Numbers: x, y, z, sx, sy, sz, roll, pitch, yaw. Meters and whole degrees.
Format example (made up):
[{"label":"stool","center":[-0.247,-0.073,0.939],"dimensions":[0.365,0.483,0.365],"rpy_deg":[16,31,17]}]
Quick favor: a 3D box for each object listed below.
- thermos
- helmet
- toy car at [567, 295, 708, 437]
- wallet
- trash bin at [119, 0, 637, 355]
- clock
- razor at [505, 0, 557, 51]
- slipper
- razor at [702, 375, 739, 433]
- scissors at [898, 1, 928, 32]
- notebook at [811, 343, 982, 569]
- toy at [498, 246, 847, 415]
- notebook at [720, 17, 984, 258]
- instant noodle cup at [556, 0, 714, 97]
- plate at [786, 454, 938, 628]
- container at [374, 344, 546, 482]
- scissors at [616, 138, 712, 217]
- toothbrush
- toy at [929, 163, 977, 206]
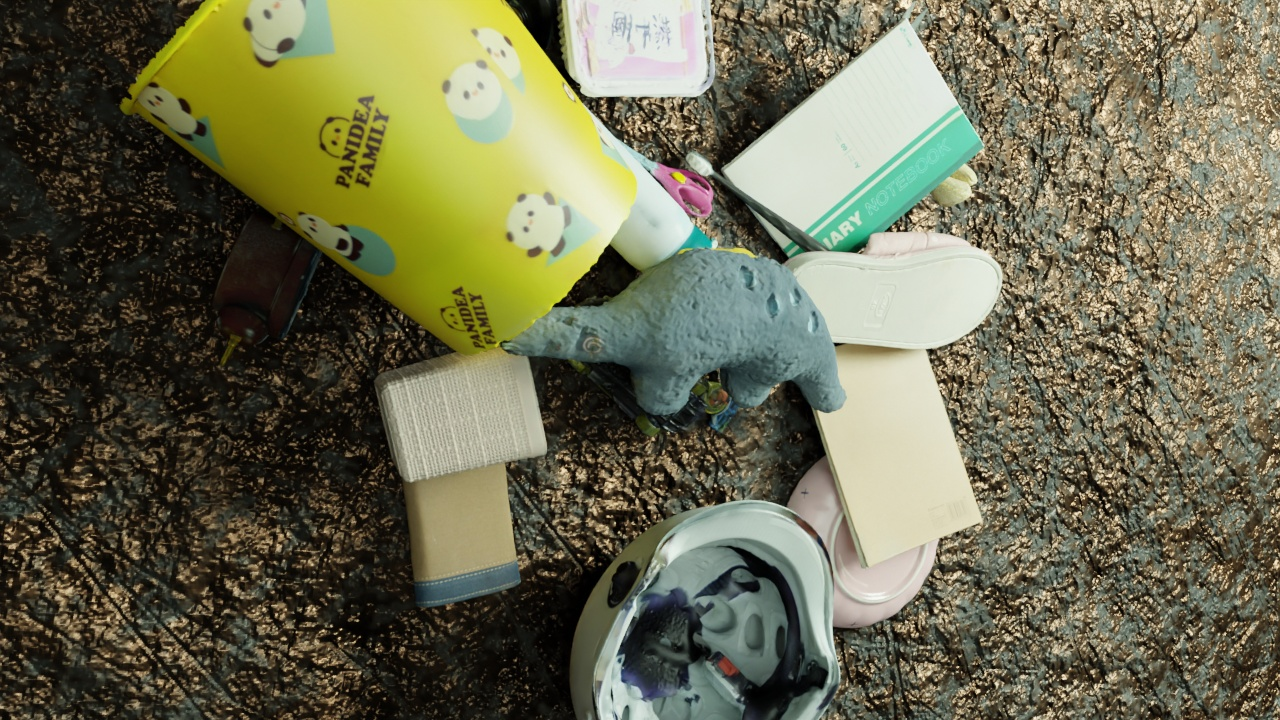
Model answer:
[{"label":"thermos","center":[-0.027,-0.140,0.759],"dimensions":[0.224,0.073,0.073],"rpy_deg":[44,77,-18]},{"label":"helmet","center":[0.043,0.241,0.789],"dimensions":[0.229,0.146,0.258],"rpy_deg":[27,76,-25]},{"label":"toy car","center":[-0.005,0.005,0.796],"dimensions":[0.070,0.042,0.158],"rpy_deg":[-41,113,12]},{"label":"wallet","center":[-0.148,0.140,0.759],"dimensions":[0.090,0.033,0.115],"rpy_deg":[-9,97,-25]},{"label":"trash bin","center":[-0.152,-0.152,0.608],"dimensions":[0.255,0.230,0.229],"rpy_deg":[45,77,-26]},{"label":"clock","center":[-0.271,-0.050,0.660],"dimensions":[0.055,0.082,0.122],"rpy_deg":[24,84,-19]},{"label":"razor","center":[-0.150,-0.265,0.714],"dimensions":[0.167,0.062,0.067],"rpy_deg":[-10,69,-17]},{"label":"slipper","center":[0.232,-0.067,0.880],"dimensions":[0.274,0.054,0.114],"rpy_deg":[-4,118,-25]},{"label":"razor","center":[0.041,0.008,0.834],"dimensions":[0.142,0.022,0.042],"rpy_deg":[43,76,-21]},{"label":"scissors","center":[0.199,-0.248,0.845],"dimensions":[0.142,0.014,0.173],"rpy_deg":[-7,116,-3]},{"label":"notebook","center":[0.248,0.080,0.904],"dimensions":[0.149,0.012,0.211],"rpy_deg":[-15,84,-23]},{"label":"toy","center":[0.061,-0.023,0.741],"dimensions":[0.355,0.091,0.138],"rpy_deg":[7,122,-33]},{"label":"notebook","center":[0.199,-0.187,0.851],"dimensions":[0.209,0.012,0.150],"rpy_deg":[-40,111,6]},{"label":"instant noodle cup","center":[-0.014,-0.302,0.754],"dimensions":[0.137,0.060,0.173],"rpy_deg":[-10,100,-30]},{"label":"plate","center":[0.230,0.180,0.922],"dimensions":[0.192,0.039,0.192],"rpy_deg":[-2,96,-23]},{"label":"container","center":[-0.144,0.039,0.722],"dimensions":[0.110,0.090,0.090],"rpy_deg":[-14,100,-18]},{"label":"scissors","center":[0.007,-0.167,0.795],"dimensions":[0.135,0.017,0.064],"rpy_deg":[29,42,-18]},{"label":"toothbrush","center":[0.114,-0.135,0.841],"dimensions":[0.181,0.018,0.016],"rpy_deg":[32,110,-20]},{"label":"toy","center":[0.271,-0.220,0.887],"dimensions":[0.105,0.066,0.157],"rpy_deg":[-42,103,-20]}]
